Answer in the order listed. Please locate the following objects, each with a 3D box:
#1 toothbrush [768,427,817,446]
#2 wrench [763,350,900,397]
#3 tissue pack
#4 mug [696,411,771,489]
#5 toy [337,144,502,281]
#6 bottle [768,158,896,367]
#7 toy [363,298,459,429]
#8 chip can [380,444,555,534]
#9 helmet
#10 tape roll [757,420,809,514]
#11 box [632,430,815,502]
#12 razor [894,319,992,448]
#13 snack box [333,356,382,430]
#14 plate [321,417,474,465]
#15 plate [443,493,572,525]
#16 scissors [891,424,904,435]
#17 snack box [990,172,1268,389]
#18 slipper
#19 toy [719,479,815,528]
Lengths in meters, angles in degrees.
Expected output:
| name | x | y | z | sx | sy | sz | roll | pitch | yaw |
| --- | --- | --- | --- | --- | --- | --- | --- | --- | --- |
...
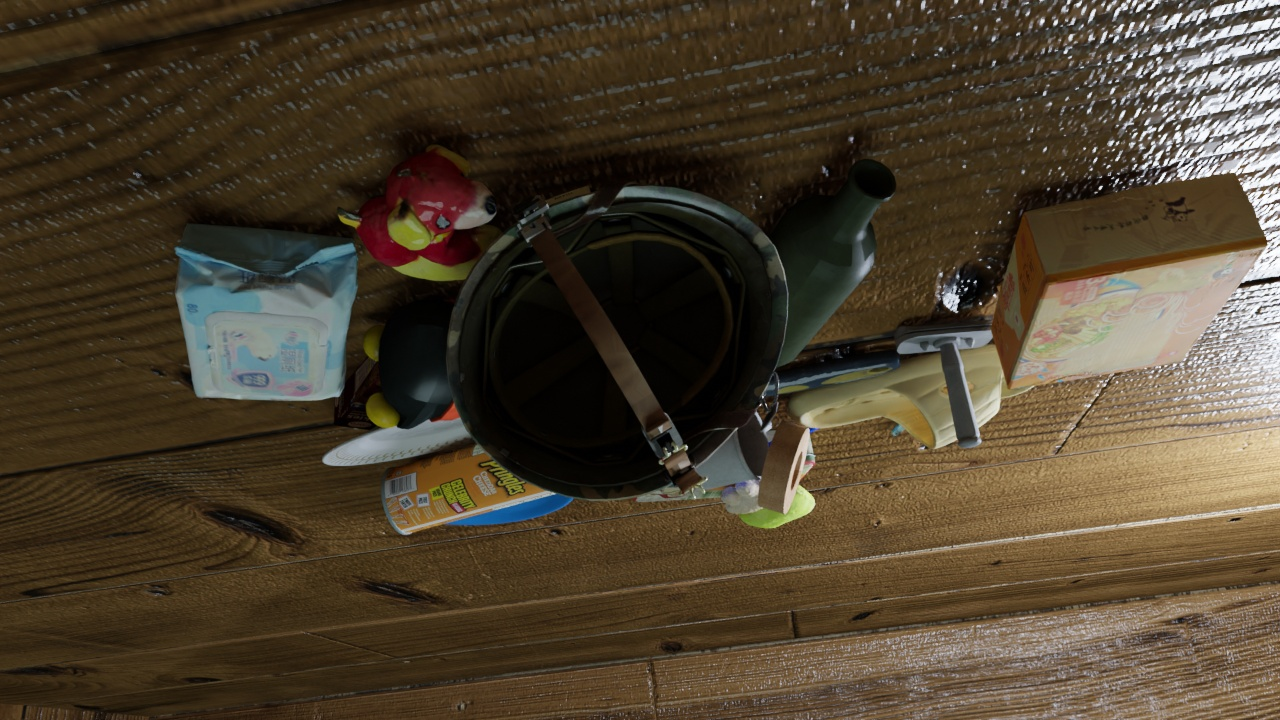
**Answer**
| name | x | y | z | sx | sy | sz | roll | pitch | yaw |
| --- | --- | --- | --- | --- | --- | --- | --- | --- | --- |
| toothbrush | 0.144 | 0.095 | 1.018 | 0.182 | 0.016 | 0.018 | -26 | 145 | 2 |
| wrench | 0.120 | 0.026 | 0.915 | 0.274 | 0.022 | 0.073 | -12 | 155 | 13 |
| tissue pack | -0.265 | -0.030 | 0.656 | 0.112 | 0.070 | 0.182 | 4 | 152 | -19 |
| mug | 0.097 | 0.089 | 0.989 | 0.071 | 0.084 | 0.113 | -17 | -175 | 27 |
| toy | -0.138 | -0.088 | 0.583 | 0.105 | 0.067 | 0.137 | 2 | 166 | -12 |
| bottle | 0.121 | -0.068 | 0.659 | 0.071 | 0.071 | 0.207 | 1 | 154 | -14 |
| toy | -0.146 | 0.002 | 0.721 | 0.119 | 0.097 | 0.100 | 9 | 147 | -34 |
| chip can | -0.160 | 0.122 | 0.973 | 0.215 | 0.075 | 0.075 | -16 | 154 | 10 |
| helmet | -0.014 | -0.015 | 0.589 | 0.225 | 0.192 | 0.235 | -29 | -174 | 17 |
| tape roll | 0.150 | 0.112 | 0.961 | 0.027 | 0.093 | 0.094 | 15 | 160 | 18 |
| box | 0.094 | 0.125 | 1.089 | 0.205 | 0.050 | 0.118 | -1 | 155 | -12 |
| razor | 0.286 | 0.022 | 0.830 | 0.088 | 0.116 | 0.047 | -5 | 160 | -3 |
| snack box | -0.225 | 0.022 | 0.818 | 0.051 | 0.031 | 0.141 | 12 | 150 | -33 |
| plate | -0.177 | 0.059 | 0.867 | 0.242 | 0.016 | 0.242 | -15 | 171 | -3 |
| plate | -0.192 | 0.159 | 1.124 | 0.224 | 0.024 | 0.225 | -5 | 155 | -2 |
| scissors | 0.310 | 0.059 | 1.040 | 0.134 | 0.012 | 0.134 | 2 | 155 | -17 |
| snack box | 0.362 | -0.059 | 0.717 | 0.145 | 0.080 | 0.195 | -10 | 154 | 9 |
| slipper | 0.282 | 0.046 | 0.931 | 0.262 | 0.079 | 0.111 | -9 | 151 | 9 |
| toy | 0.145 | 0.164 | 1.077 | 0.115 | 0.046 | 0.092 | 25 | 139 | -36 |
